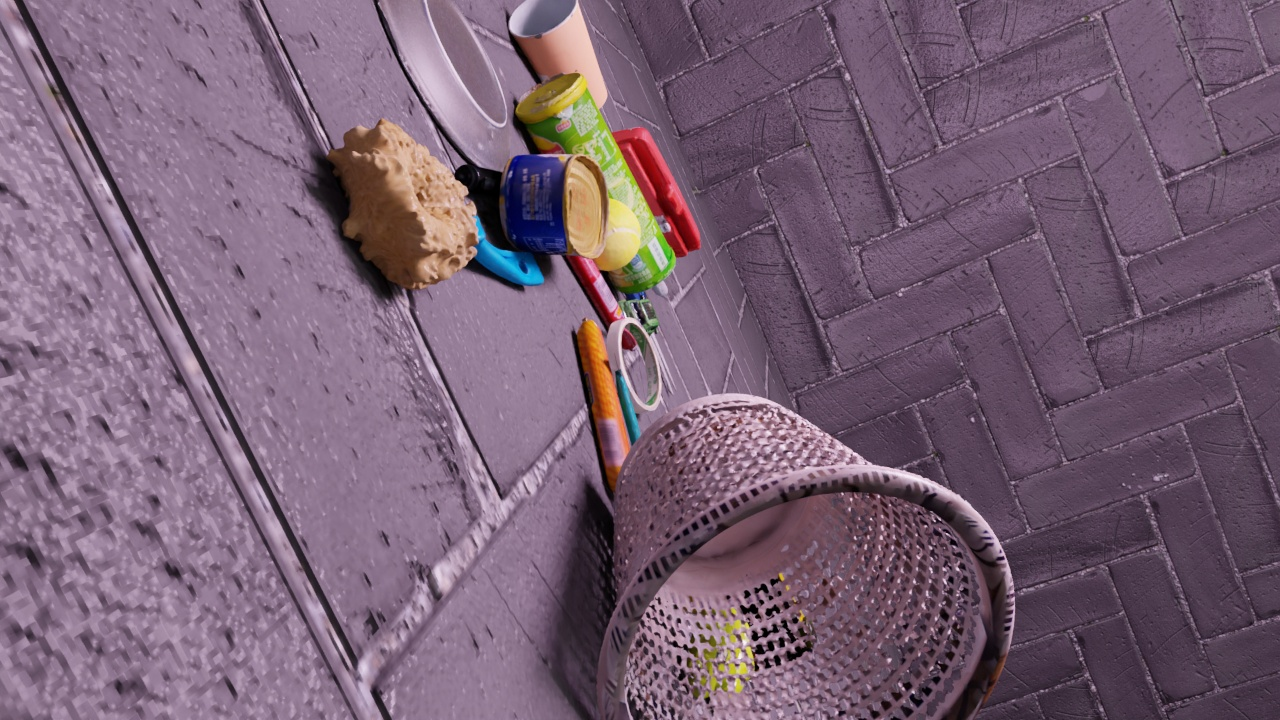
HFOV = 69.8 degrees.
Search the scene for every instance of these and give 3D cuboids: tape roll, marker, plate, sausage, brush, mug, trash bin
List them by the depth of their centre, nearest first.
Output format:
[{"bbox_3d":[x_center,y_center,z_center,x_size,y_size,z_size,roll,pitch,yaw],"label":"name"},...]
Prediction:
[{"bbox_3d":[-0.100,-0.069,0.528,0.083,0.046,0.254,65,7,7],"label":"brush"},{"bbox_3d":[0.072,0.122,0.556,0.227,0.227,0.192,62,0,-25],"label":"trash bin"},{"bbox_3d":[-0.100,-0.126,0.658,0.132,0.022,0.020,-35,136,-78],"label":"marker"},{"bbox_3d":[-0.136,-0.220,0.671,0.179,0.024,0.179,-22,90,-79],"label":"plate"},{"bbox_3d":[-0.027,0.032,0.689,0.021,0.021,0.165,51,20,-53],"label":"sausage"},{"bbox_3d":[-0.005,0.005,0.816,0.086,0.014,0.085,47,35,-49],"label":"tape roll"},{"bbox_3d":[-0.039,-0.065,0.823,0.020,0.020,0.156,-96,160,-55],"label":"sausage"},{"bbox_3d":[-0.084,-0.328,1.001,0.123,0.078,0.078,62,12,-50],"label":"mug"}]

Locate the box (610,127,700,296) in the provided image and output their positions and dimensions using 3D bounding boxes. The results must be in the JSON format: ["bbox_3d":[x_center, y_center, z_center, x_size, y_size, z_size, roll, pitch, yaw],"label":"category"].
[{"bbox_3d":[-0.003,-0.154,1.031,0.201,0.095,0.098,54,34,-53],"label":"box"}]

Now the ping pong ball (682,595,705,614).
[{"bbox_3d":[0.045,0.173,0.698,0.040,0.040,0.040,-22,90,-78],"label":"ping pong ball"}]

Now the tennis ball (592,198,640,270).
[{"bbox_3d":[-0.032,-0.115,0.837,0.065,0.065,0.065,-22,90,-78],"label":"tennis ball"}]

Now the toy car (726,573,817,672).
[{"bbox_3d":[0.103,0.211,0.812,0.156,0.071,0.041,62,14,-19],"label":"toy car"}]

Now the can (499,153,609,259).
[{"bbox_3d":[-0.060,-0.114,0.682,0.148,0.049,0.074,-25,117,-80],"label":"can"}]

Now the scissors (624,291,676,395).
[{"bbox_3d":[0.006,-0.046,1.018,0.141,0.012,0.171,-94,159,-56],"label":"scissors"}]

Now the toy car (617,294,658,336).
[{"bbox_3d":[-0.003,-0.042,0.913,0.091,0.036,0.043,-23,89,-82],"label":"toy car"}]

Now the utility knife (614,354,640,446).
[{"bbox_3d":[0.001,0.073,0.709,0.029,0.013,0.164,-135,-150,-84],"label":"utility knife"}]

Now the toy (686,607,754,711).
[{"bbox_3d":[0.059,0.216,0.675,0.096,0.031,0.100,-48,136,-50],"label":"toy"}]

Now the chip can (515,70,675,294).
[{"bbox_3d":[-0.038,-0.164,0.888,0.072,0.073,0.221,-96,159,-55],"label":"chip can"}]
